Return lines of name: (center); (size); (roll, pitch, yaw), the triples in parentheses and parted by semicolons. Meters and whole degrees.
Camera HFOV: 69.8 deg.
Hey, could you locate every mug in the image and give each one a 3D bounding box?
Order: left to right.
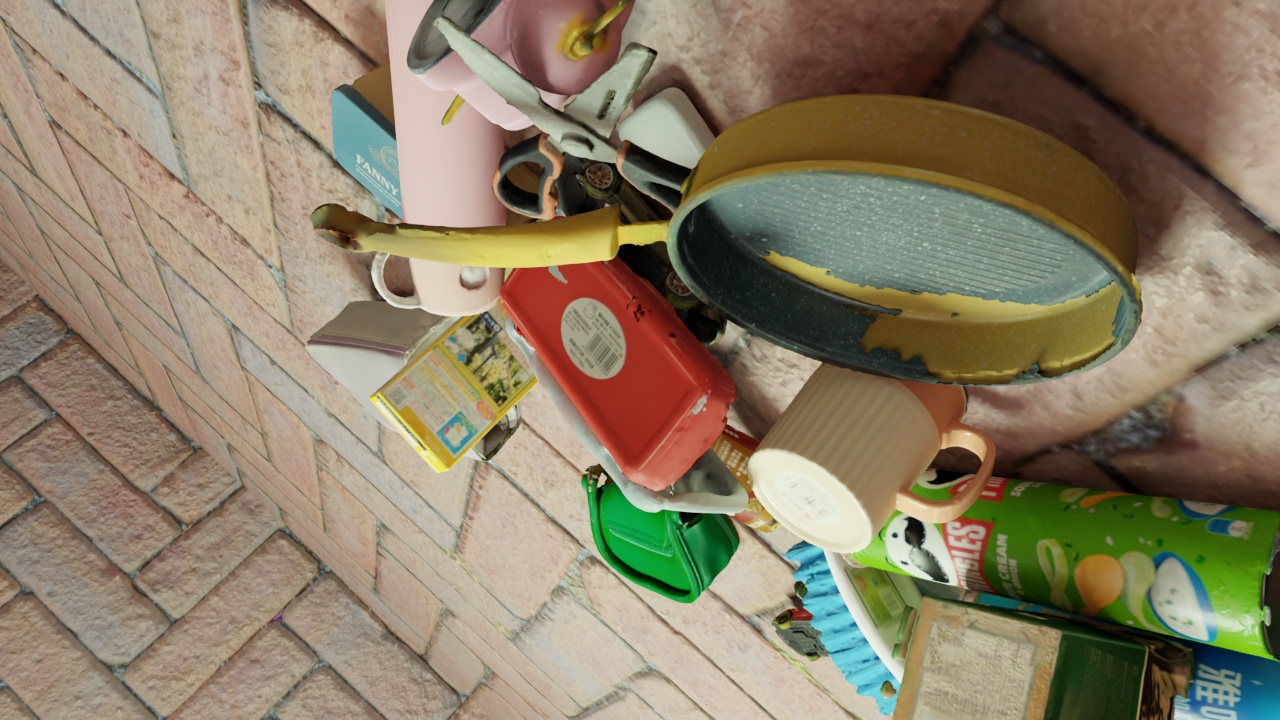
mug: (0.133, 0.050, 0.511); (0.115, 0.105, 0.082); (26, 146, 30)

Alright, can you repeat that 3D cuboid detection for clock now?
clock: (-0.045, -0.172, 0.442); (0.060, 0.117, 0.159); (37, 157, -32)

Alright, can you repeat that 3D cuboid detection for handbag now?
handbag: (-0.221, 0.015, 0.914); (0.197, 0.098, 0.145); (8, 133, 45)
handbag: (0.013, 0.149, 0.825); (0.131, 0.067, 0.120); (10, 135, 44)

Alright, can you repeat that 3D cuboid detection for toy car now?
toy car: (-0.002, -0.072, 0.585); (0.158, 0.042, 0.070); (52, 155, 9)
toy car: (0.157, 0.231, 0.787); (0.049, 0.031, 0.107); (50, 144, -8)

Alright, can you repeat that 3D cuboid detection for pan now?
pan: (0.030, -0.047, 0.410); (0.357, 0.078, 0.198); (15, 162, 7)

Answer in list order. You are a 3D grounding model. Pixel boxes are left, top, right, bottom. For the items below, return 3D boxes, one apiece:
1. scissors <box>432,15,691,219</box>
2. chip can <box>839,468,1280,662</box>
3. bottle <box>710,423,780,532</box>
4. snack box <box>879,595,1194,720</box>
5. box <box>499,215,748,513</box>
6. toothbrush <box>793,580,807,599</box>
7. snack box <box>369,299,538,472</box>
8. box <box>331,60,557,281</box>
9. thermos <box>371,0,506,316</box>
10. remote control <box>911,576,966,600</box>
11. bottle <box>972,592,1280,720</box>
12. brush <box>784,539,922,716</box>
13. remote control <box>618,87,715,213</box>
scissors: (-0.028, -0.102, 0.451); (0.189, 0.015, 0.222); (4, 165, 41)
chip can: (0.221, 0.100, 0.503); (0.236, 0.072, 0.072); (2, 131, 49)
bottle: (0.030, 0.060, 0.650); (0.175, 0.057, 0.058); (29, 153, -12)
snack box: (0.199, 0.181, 0.476); (0.105, 0.118, 0.118); (27, 164, -36)
box: (-0.003, 0.005, 0.551); (0.101, 0.095, 0.201); (26, -163, -44)
toothbrush: (0.194, 0.232, 0.735); (0.186, 0.012, 0.017); (38, 178, -9)
snack box: (-0.150, 0.018, 0.786); (0.087, 0.140, 0.034); (51, 151, -13)
box: (-0.149, -0.138, 0.669); (0.184, 0.061, 0.090); (38, 150, 7)
thermos: (-0.125, -0.126, 0.560); (0.067, 0.087, 0.199); (38, 132, 52)
remote control: (0.204, 0.179, 0.675); (0.056, 0.019, 0.135); (28, 147, 27)
bottle: (0.294, 0.174, 0.513); (0.219, 0.065, 0.065); (-1, 128, 51)
brush: (0.193, 0.227, 0.588); (0.110, 0.060, 0.314); (102, 145, -58)
remote control: (0.041, -0.092, 0.531); (0.136, 0.020, 0.056); (52, 149, -14)
